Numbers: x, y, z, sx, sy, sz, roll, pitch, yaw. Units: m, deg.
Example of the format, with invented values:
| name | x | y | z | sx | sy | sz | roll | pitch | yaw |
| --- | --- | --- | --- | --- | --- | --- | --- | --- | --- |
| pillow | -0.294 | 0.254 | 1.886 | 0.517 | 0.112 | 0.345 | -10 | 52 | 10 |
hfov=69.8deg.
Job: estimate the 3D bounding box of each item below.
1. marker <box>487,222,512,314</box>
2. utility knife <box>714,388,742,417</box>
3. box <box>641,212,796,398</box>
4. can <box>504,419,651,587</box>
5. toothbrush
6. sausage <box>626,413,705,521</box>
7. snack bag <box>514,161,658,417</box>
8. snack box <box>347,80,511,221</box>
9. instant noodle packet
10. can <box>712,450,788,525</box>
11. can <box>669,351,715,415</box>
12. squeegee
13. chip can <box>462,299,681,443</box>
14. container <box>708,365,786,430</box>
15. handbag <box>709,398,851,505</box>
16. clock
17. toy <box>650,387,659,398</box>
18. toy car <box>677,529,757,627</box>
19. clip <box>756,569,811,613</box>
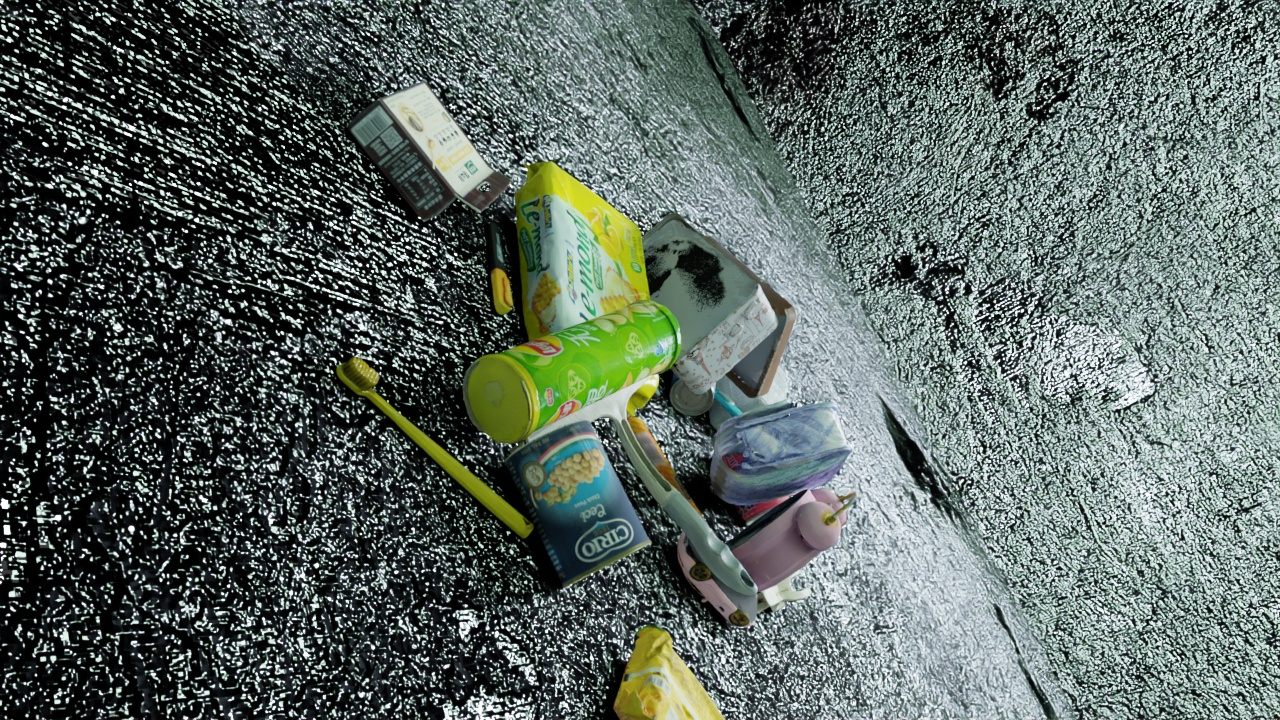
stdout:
| name | x | y | z | sx | sy | sz | roll | pitch | yaw |
| --- | --- | --- | --- | --- | --- | --- | --- | --- | --- |
| marker | -0.135 | -0.091 | 0.878 | 0.018 | 0.015 | 0.123 | 45 | 23 | -44 |
| utility knife | 0.105 | 0.049 | 1.142 | 0.029 | 0.013 | 0.207 | 28 | 10 | -26 |
| box | 0.077 | -0.051 | 1.071 | 0.182 | 0.153 | 0.178 | 48 | -3 | 39 |
| can | -0.050 | 0.109 | 0.711 | 0.111 | 0.075 | 0.075 | 63 | 21 | 11 |
| toothbrush | -0.139 | 0.065 | 0.649 | 0.190 | 0.017 | 0.015 | 48 | 24 | -26 |
| sausage | 0.029 | 0.125 | 0.947 | 0.165 | 0.021 | 0.021 | 58 | 21 | -3 |
| snack bag | -0.058 | -0.073 | 0.939 | 0.158 | 0.068 | 0.246 | 30 | 43 | -45 |
| snack box | -0.188 | -0.186 | 0.835 | 0.125 | 0.053 | 0.113 | 54 | 21 | -16 |
| instant noodle packet | 0.027 | 0.278 | 0.698 | 0.128 | 0.044 | 0.110 | 59 | 14 | -9 |
| can | 0.135 | 0.143 | 1.099 | 0.066 | 0.067 | 0.093 | 14 | 48 | -62 |
| can | 0.069 | 0.014 | 1.146 | 0.053 | 0.053 | 0.134 | 53 | 21 | -16 |
| squeegee | 0.028 | 0.122 | 0.863 | 0.246 | 0.039 | 0.245 | 55 | 41 | 0 |
| chip can | -0.048 | 0.003 | 0.779 | 0.220 | 0.073 | 0.072 | -25 | 84 | -51 |
| container | 0.141 | 0.051 | 1.214 | 0.090 | 0.090 | 0.114 | 46 | 27 | -30 |
| handbag | 0.142 | 0.099 | 0.975 | 0.194 | 0.134 | 0.075 | 84 | -9 | -71 |
| clock | 0.162 | 0.183 | 0.972 | 0.060 | 0.159 | 0.117 | 53 | 17 | 8 |
| toy | -0.006 | 0.006 | 1.025 | 0.096 | 0.030 | 0.091 | 40 | 31 | -57 |
| toy car | 0.074 | 0.214 | 0.903 | 0.122 | 0.037 | 0.056 | 52 | 31 | -23 |
| clip | 0.160 | 0.251 | 1.008 | 0.034 | 0.083 | 0.104 | 66 | 11 | 17 |
